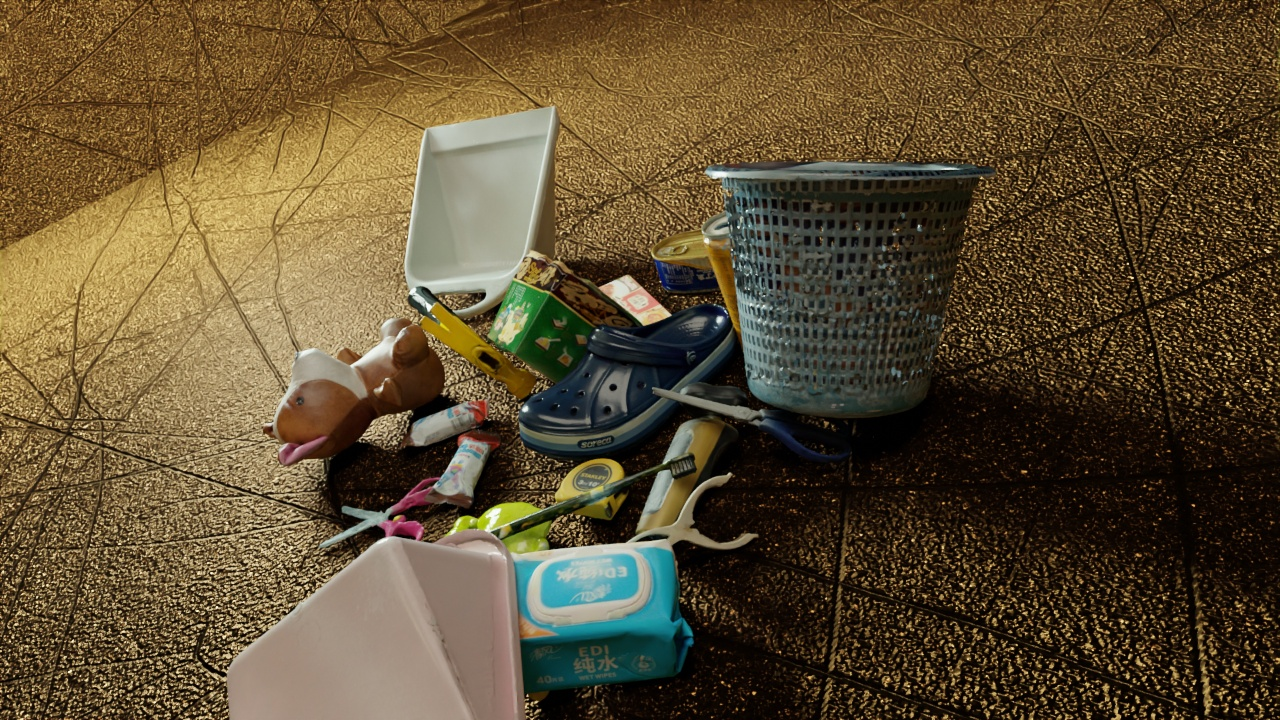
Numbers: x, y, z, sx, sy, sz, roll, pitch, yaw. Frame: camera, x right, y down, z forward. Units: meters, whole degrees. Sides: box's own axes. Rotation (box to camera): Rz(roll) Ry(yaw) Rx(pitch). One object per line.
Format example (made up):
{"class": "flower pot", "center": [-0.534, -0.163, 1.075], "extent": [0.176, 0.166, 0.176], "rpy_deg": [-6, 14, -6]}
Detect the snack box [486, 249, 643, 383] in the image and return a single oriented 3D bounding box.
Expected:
{"class": "snack box", "center": [-0.088, -0.036, 0.960], "extent": [0.105, 0.117, 0.118], "rpy_deg": [-56, 32, -4]}

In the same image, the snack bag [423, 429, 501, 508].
{"class": "snack bag", "center": [-0.168, 0.103, 0.875], "extent": [0.045, 0.026, 0.105], "rpy_deg": [11, 36, 4]}

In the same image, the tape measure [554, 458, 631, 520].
{"class": "tape measure", "center": [-0.038, 0.112, 0.790], "extent": [0.060, 0.029, 0.057], "rpy_deg": [4, 39, 33]}

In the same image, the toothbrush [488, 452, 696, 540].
{"class": "toothbrush", "center": [-0.042, 0.114, 0.736], "extent": [0.186, 0.012, 0.017], "rpy_deg": [-22, 56, 6]}

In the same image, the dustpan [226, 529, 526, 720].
{"class": "dustpan", "center": [-0.153, 0.232, 0.606], "extent": [0.223, 0.138, 0.273], "rpy_deg": [-36, 55, 14]}

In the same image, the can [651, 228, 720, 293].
{"class": "can", "center": [0.088, -0.119, 1.065], "extent": [0.148, 0.049, 0.074], "rpy_deg": [-5, 33, 22]}

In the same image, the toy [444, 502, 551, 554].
{"class": "toy", "center": [-0.123, 0.150, 0.774], "extent": [0.100, 0.031, 0.097], "rpy_deg": [-33, 37, -15]}

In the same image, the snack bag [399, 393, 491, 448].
{"class": "snack bag", "center": [-0.202, 0.065, 0.956], "extent": [0.104, 0.026, 0.048], "rpy_deg": [-20, 19, -2]}

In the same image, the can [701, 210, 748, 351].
{"class": "can", "center": [0.107, -0.072, 0.885], "extent": [0.058, 0.146, 0.058], "rpy_deg": [-17, 30, 10]}

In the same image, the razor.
{"class": "razor", "center": [0.038, 0.083, 0.768], "extent": [0.062, 0.067, 0.167], "rpy_deg": [-20, 30, 44]}

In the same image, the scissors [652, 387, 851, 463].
{"class": "scissors", "center": [0.091, 0.053, 0.755], "extent": [0.174, 0.012, 0.105], "rpy_deg": [1, 38, -19]}

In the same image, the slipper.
{"class": "slipper", "center": [-0.005, 0.005, 0.883], "extent": [0.252, 0.095, 0.105], "rpy_deg": [-32, 31, -27]}

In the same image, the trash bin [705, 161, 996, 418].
{"class": "trash bin", "center": [0.165, -0.063, 0.761], "extent": [0.226, 0.195, 0.226], "rpy_deg": [0, 14, 0]}

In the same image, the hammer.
{"class": "hammer", "center": [-0.221, -0.041, 1.062], "extent": [0.033, 0.128, 0.301], "rpy_deg": [-52, 31, -4]}

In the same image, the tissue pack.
{"class": "tissue pack", "center": [-0.035, 0.175, 0.640], "extent": [0.140, 0.063, 0.089], "rpy_deg": [-6, 33, 2]}

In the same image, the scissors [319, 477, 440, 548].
{"class": "scissors", "center": [-0.237, 0.143, 0.864], "extent": [0.134, 0.017, 0.124], "rpy_deg": [4, 40, 39]}

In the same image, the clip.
{"class": "clip", "center": [0.038, 0.115, 0.696], "extent": [0.101, 0.096, 0.035], "rpy_deg": [4, -10, 1]}

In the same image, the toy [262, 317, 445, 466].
{"class": "toy", "center": [-0.312, 0.032, 0.985], "extent": [0.199, 0.130, 0.140], "rpy_deg": [-39, 20, -14]}

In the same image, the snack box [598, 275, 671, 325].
{"class": "snack box", "center": [-0.017, -0.048, 1.035], "extent": [0.075, 0.025, 0.153], "rpy_deg": [-25, 31, -10]}

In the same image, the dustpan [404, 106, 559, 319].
{"class": "dustpan", "center": [-0.221, -0.192, 1.217], "extent": [0.223, 0.258, 0.142], "rpy_deg": [-2, 11, 26]}

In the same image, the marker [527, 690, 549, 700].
{"class": "marker", "center": [-0.072, 0.198, 0.686], "extent": [0.018, 0.015, 0.124], "rpy_deg": [-10, 33, 7]}
